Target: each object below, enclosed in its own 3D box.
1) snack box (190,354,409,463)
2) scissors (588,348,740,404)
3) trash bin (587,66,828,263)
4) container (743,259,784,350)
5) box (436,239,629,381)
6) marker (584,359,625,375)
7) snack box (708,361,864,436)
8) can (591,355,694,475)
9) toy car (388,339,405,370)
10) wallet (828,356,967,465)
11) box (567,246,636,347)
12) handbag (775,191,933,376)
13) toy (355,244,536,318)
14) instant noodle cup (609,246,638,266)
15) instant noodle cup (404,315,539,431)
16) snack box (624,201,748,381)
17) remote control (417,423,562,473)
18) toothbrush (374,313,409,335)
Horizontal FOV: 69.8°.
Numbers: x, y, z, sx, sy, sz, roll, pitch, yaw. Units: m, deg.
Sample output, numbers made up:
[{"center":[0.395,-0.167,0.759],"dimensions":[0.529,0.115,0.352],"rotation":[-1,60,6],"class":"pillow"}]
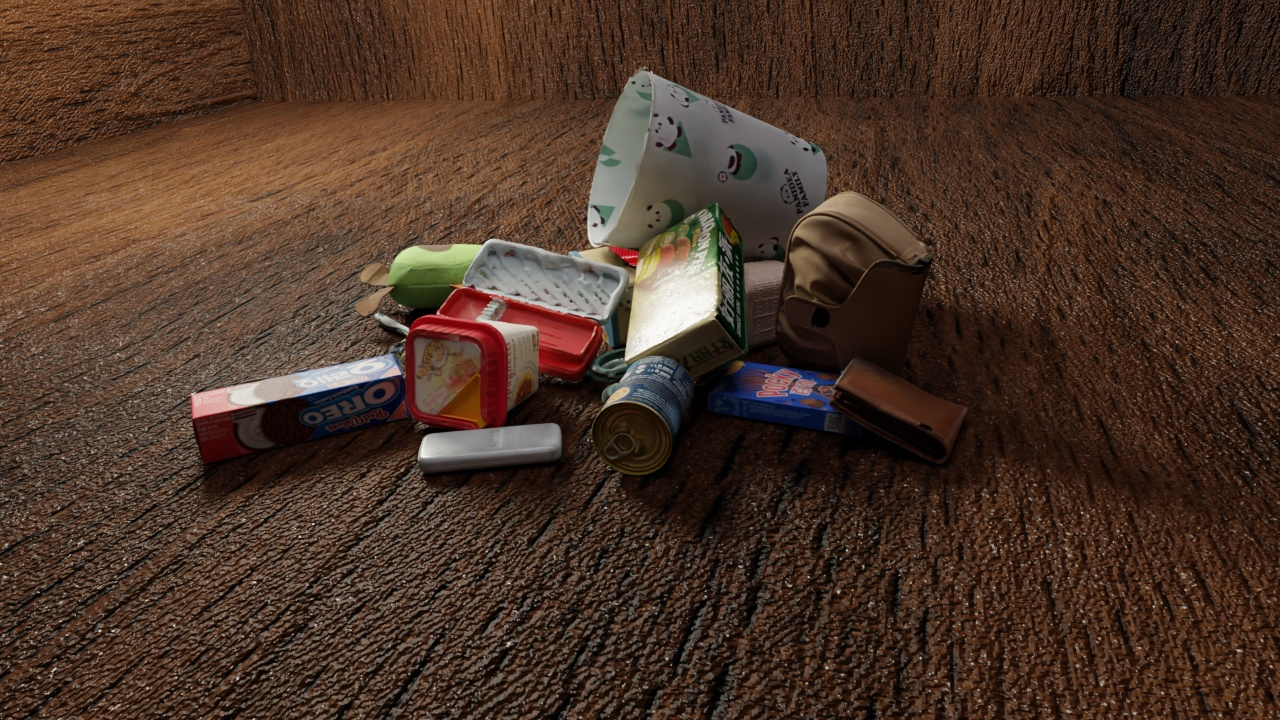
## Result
[{"center":[-0.346,0.047,0.945],"dimensions":[0.207,0.057,0.058],"rotation":[-13,29,-22],"class":"snack box"},{"center":[0.028,0.005,1.014],"dimensions":[0.179,0.019,0.139],"rotation":[-18,39,-23],"class":"scissors"},{"center":[0.085,-0.224,1.180],"dimensions":[0.251,0.230,0.229],"rotation":[14,19,-17],"class":"trash bin"},{"center":[0.143,-0.071,1.116],"dimensions":[0.110,0.090,0.090],"rotation":[-13,25,-28],"class":"container"},{"center":[-0.127,-0.064,1.071],"dimensions":[0.201,0.038,0.157],"rotation":[16,58,20],"class":"box"},{"center":[-0.006,0.006,1.045],"dimensions":[0.131,0.018,0.022],"rotation":[-2,15,1],"class":"marker"},{"center":[0.157,0.037,0.943],"dimensions":[0.157,0.026,0.084],"rotation":[8,26,23],"class":"snack box"},{"center":[0.006,0.049,0.874],"dimensions":[0.075,0.075,0.111],"rotation":[4,25,14],"class":"can"},{"center":[-0.239,-0.002,1.069],"dimensions":[0.105,0.031,0.049],"rotation":[2,24,-15],"class":"toy car"},{"center":[0.247,0.043,0.878],"dimensions":[0.124,0.032,0.101],"rotation":[28,29,14],"class":"wallet"},{"center":[-0.042,-0.087,1.173],"dimensions":[0.059,0.090,0.184],"rotation":[-14,24,-20],"class":"box"},{"center":[0.214,-0.063,0.956],"dimensions":[0.148,0.205,0.099],"rotation":[28,48,28],"class":"handbag"},{"center":[-0.265,-0.115,1.257],"dimensions":[0.246,0.090,0.227],"rotation":[-8,22,-13],"class":"toy"},{"center":[0.030,-0.177,1.342],"dimensions":[0.194,0.066,0.193],"rotation":[-4,9,1],"class":"instant noodle cup"},{"center":[-0.168,0.007,0.959],"dimensions":[0.117,0.116,0.124],"rotation":[8,15,23],"class":"instant noodle cup"},{"center":[0.052,-0.072,1.005],"dimensions":[0.115,0.063,0.239],"rotation":[-28,30,23],"class":"snack box"},{"center":[-0.143,0.084,0.880],"dimensions":[0.136,0.020,0.055],"rotation":[-5,23,-4],"class":"remote control"},{"center":[-0.294,-0.031,1.165],"dimensions":[0.018,0.016,0.192],"rotation":[-33,37,-31],"class":"toothbrush"}]
